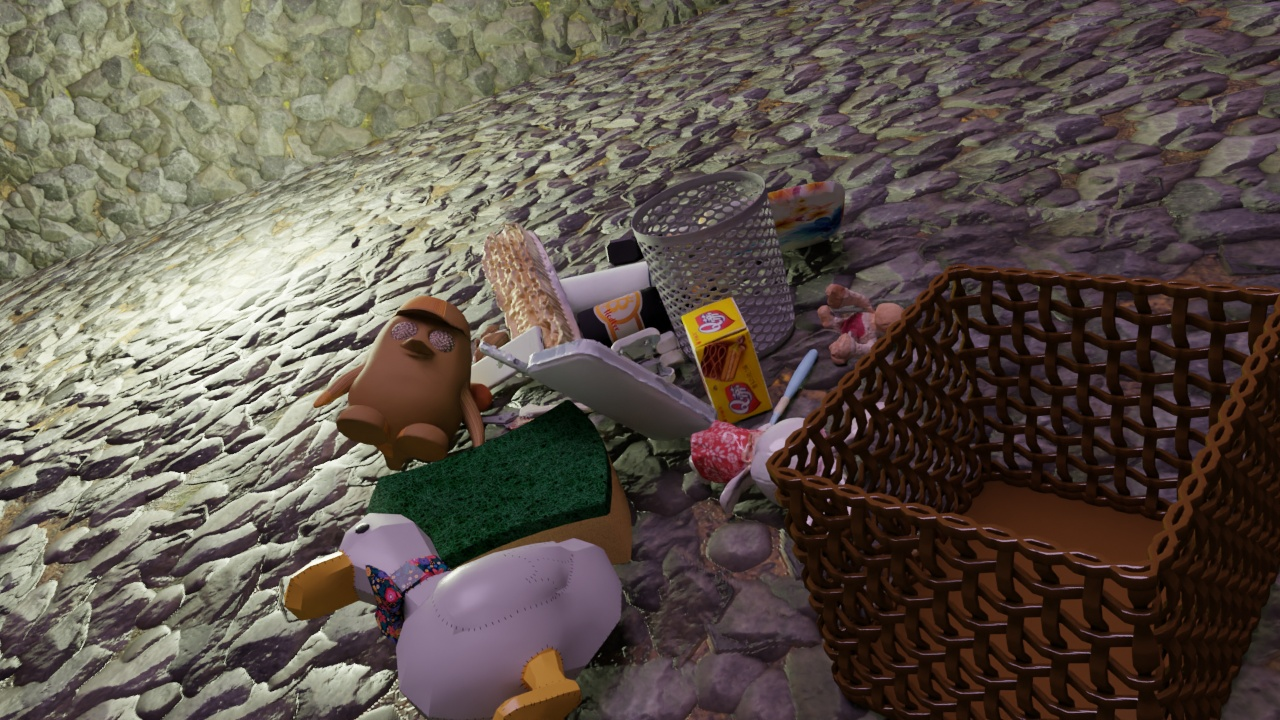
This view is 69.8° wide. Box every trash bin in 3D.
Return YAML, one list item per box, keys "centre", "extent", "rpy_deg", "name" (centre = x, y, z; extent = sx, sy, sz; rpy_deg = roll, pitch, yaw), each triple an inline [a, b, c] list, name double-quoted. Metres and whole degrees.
- centre: [0.092, -0.103, 1.076]
  extent: [0.156, 0.183, 0.156]
  rpy_deg: [-16, 30, 9]
  name: "trash bin"

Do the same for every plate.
- centre: [0.173, -0.173, 1.193]
  extent: [0.187, 0.187, 0.016]
  rpy_deg: [-12, 74, 8]
  name: "plate"

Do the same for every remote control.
- centre: [-0.175, 0.004, 1.172]
  extent: [0.147, 0.008, 0.045]
  rpy_deg: [-29, 60, 34]
  name: "remote control"

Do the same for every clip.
- centre: [-0.006, 0.006, 1.073]
  extent: [0.124, 0.074, 0.144]
  rpy_deg: [-24, 4, -11]
  name: "clip"

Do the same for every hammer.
- centre: [0.028, -0.157, 1.230]
  extent: [0.131, 0.039, 0.327]
  rpy_deg: [-8, 8, 19]
  name: "hammer"

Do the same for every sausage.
- centre: [-0.267, 0.055, 1.185]
  extent: [0.164, 0.044, 0.039]
  rpy_deg: [-10, -4, 18]
  name: "sausage"

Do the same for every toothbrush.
- centre: [0.162, 0.033, 0.976]
  extent: [0.022, 0.016, 0.154]
  rpy_deg: [-39, 9, 45]
  name: "toothbrush"

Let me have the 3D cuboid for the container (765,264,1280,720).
- centre: [0.260, 0.100, 0.594]
  extent: [0.220, 0.214, 0.250]
  rpy_deg: [12, 43, 44]
  name: "container"

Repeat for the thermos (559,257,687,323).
- centre: [-0.049, -0.092, 1.269]
  extent: [0.230, 0.068, 0.067]
  rpy_deg: [-11, 31, 19]
  name: "thermos"

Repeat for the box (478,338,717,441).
- centre: [-0.045, 0.031, 0.938]
  extent: [0.193, 0.209, 0.061]
  rpy_deg: [-3, 65, 43]
  name: "box"

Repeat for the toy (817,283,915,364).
- centre: [0.248, -0.033, 0.989]
  extent: [0.106, 0.074, 0.085]
  rpy_deg: [0, 62, -4]
  name: "toy"

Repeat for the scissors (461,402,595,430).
- centre: [-0.140, 0.073, 1.104]
  extent: [0.188, 0.015, 0.146]
  rpy_deg: [-22, 30, 1]
  name: "scissors"

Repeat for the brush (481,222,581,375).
- centre: [-0.146, -0.080, 1.223]
  extent: [0.083, 0.056, 0.271]
  rpy_deg: [-40, 51, 20]
  name: "brush"

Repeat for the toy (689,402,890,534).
- centre: [0.123, 0.094, 0.833]
  extent: [0.195, 0.084, 0.158]
  rpy_deg: [-5, 40, 38]
  name: "toy"

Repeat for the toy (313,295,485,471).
- centre: [-0.265, 0.012, 1.096]
  extent: [0.198, 0.163, 0.202]
  rpy_deg: [17, 59, -10]
  name: "toy"

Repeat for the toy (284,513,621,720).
- centre: [-0.131, 0.202, 0.723]
  extent: [0.246, 0.141, 0.267]
  rpy_deg: [-18, 41, -27]
  name: "toy"

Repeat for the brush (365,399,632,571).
- centre: [-0.142, 0.154, 0.905]
  extent: [0.250, 0.075, 0.195]
  rpy_deg: [-23, 29, -3]
  name: "brush"

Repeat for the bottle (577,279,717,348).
- centre: [0.012, -0.064, 1.190]
  extent: [0.181, 0.059, 0.059]
  rpy_deg: [-20, 29, 2]
  name: "bottle"

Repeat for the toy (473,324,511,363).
- centre: [-0.206, -0.017, 1.272]
  extent: [0.055, 0.042, 0.101]
  rpy_deg: [14, 30, 13]
  name: "toy"

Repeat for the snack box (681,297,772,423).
- centre: [0.092, 0.001, 0.981]
  extent: [0.061, 0.106, 0.083]
  rpy_deg: [-20, 29, 2]
  name: "snack box"
